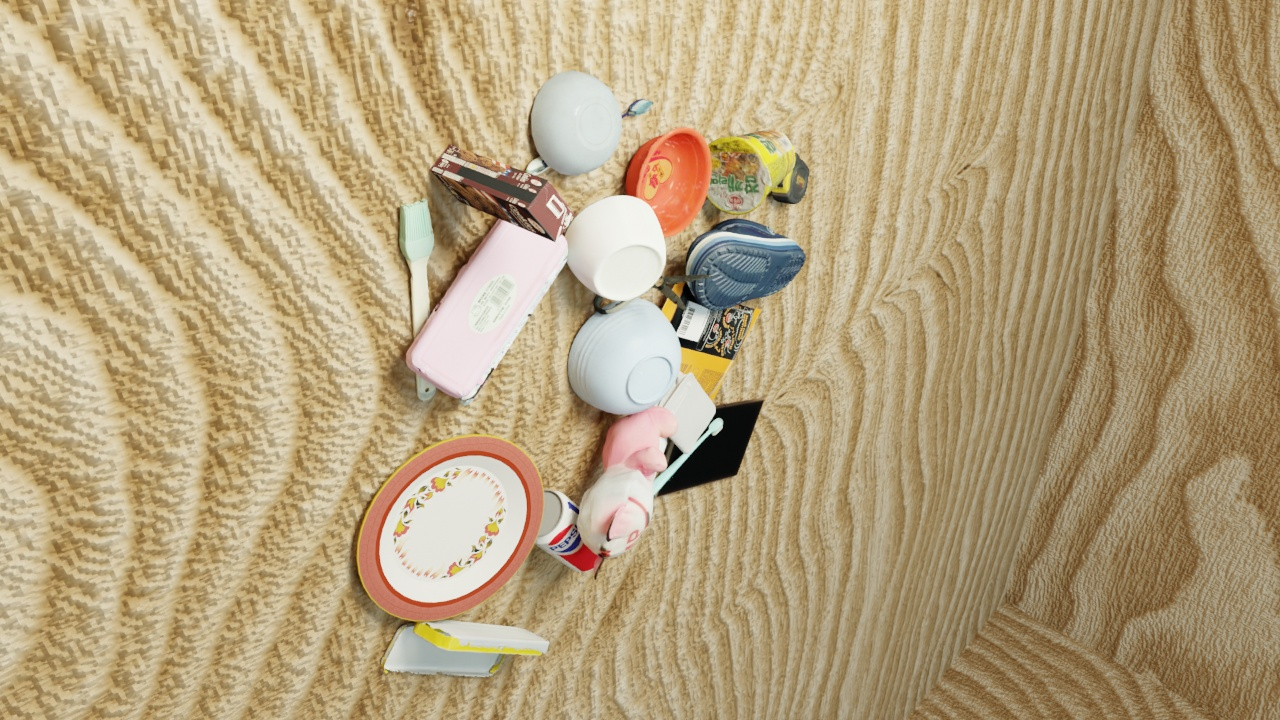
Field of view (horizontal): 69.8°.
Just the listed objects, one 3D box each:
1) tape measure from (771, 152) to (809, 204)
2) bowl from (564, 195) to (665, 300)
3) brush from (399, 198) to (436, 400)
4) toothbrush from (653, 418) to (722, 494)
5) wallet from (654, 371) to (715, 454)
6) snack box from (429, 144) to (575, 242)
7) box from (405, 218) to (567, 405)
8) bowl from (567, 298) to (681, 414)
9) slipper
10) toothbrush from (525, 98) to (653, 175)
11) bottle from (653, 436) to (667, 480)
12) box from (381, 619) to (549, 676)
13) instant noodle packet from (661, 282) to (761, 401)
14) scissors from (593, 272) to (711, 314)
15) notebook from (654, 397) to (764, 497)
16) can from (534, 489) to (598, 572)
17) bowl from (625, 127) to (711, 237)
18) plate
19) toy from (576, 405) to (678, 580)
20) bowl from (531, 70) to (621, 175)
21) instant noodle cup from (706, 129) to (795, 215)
[{"bbox_3d":[0.207,-0.251,1.284,0.067,0.038,0.062,20,87,-57],"label":"tape measure"},{"bbox_3d":[-0.023,-0.118,1.019,0.116,0.065,0.116,-16,140,-14],"label":"bowl"},{"bbox_3d":[-0.217,-0.053,0.909,0.033,0.012,0.218,-26,132,-41],"label":"brush"},{"bbox_3d":[0.061,0.147,1.342,0.180,0.016,0.017,-42,150,-24],"label":"toothbrush"},{"bbox_3d":[0.056,0.069,1.255,0.086,0.032,0.116,-55,143,-18],"label":"wallet"},{"bbox_3d":[-0.128,-0.155,0.844,0.031,0.141,0.051,-55,143,-11],"label":"snack box"},{"bbox_3d":[-0.156,-0.054,0.957,0.101,0.103,0.201,35,80,-17],"label":"box"},{"bbox_3d":[-0.007,0.007,1.121,0.150,0.075,0.151,-18,125,-28],"label":"bowl"},{"bbox_3d":[0.128,-0.134,1.217,0.252,0.095,0.105,-6,141,-53],"label":"slipper"},{"bbox_3d":[-0.053,-0.241,0.987,0.188,0.017,0.016,-39,133,-30],"label":"toothbrush"},{"bbox_3d":[0.011,0.127,1.272,0.041,0.041,0.116,5,108,-52],"label":"bottle"},{"bbox_3d":[-0.209,0.363,1.123,0.210,0.084,0.080,29,81,-54],"label":"box"},{"bbox_3d":[0.076,-0.018,1.265,0.220,0.032,0.160,12,109,-53],"label":"instant noodle packet"},{"bbox_3d":[0.010,-0.092,1.063,0.169,0.157,0.012,-26,133,22],"label":"scissors"},{"bbox_3d":[0.108,0.130,1.412,0.208,0.008,0.141,-6,119,-49],"label":"notebook"},{"bbox_3d":[-0.096,0.218,1.173,0.070,0.070,0.132,-54,143,-12],"label":"can"},{"bbox_3d":[0.025,-0.213,1.077,0.130,0.045,0.131,-28,131,-38],"label":"bowl"},{"bbox_3d":[-0.211,0.186,1.033,0.229,0.021,0.230,-17,119,-34],"label":"plate"},{"bbox_3d":[-0.021,0.157,1.142,0.142,0.084,0.212,-55,-168,49],"label":"toy"},{"bbox_3d":[-0.058,-0.243,0.944,0.106,0.039,0.106,-13,110,-39],"label":"bowl"},{"bbox_3d":[0.143,-0.247,1.165,0.108,0.102,0.102,-36,137,-45],"label":"instant noodle cup"}]
